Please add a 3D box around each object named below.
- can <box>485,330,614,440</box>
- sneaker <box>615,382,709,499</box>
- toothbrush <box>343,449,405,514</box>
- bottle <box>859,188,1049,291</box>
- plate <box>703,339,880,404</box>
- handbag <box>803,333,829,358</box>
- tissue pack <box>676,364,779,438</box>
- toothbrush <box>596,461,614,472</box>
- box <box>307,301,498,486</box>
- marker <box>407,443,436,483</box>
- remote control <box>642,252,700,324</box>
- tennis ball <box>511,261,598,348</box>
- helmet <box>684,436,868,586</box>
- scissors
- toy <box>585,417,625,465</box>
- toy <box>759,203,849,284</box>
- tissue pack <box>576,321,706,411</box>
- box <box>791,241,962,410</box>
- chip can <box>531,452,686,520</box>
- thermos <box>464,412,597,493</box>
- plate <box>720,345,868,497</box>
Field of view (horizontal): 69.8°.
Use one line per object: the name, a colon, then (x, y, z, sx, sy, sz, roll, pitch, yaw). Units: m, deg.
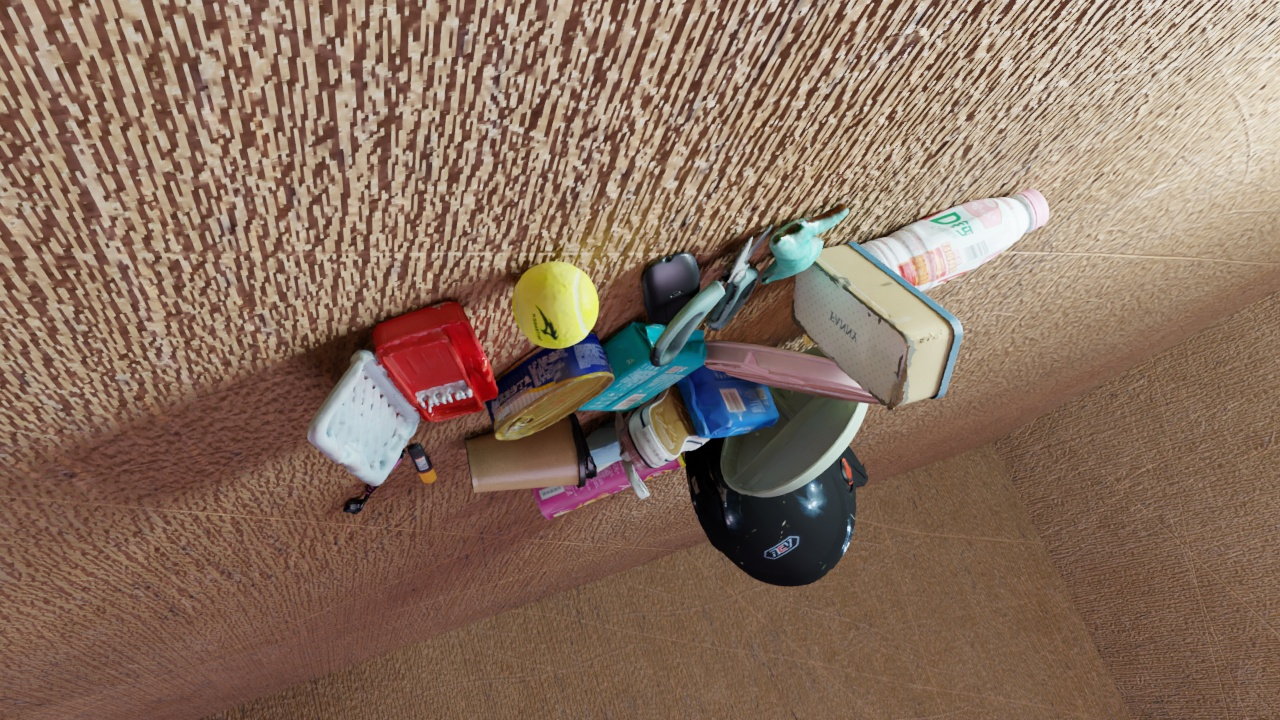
can: (-0.092, 0.026, 0.887, 0.148, 0.049, 0.074, -34, 159, 34)
sneaker: (0.014, 0.084, 1.060, 0.088, 0.118, 0.240, -29, 179, 17)
toothbrush: (-0.303, 0.139, 1.042, 0.017, 0.014, 0.190, 6, 149, -33)
bottle: (0.308, -0.117, 0.910, 0.197, 0.068, 0.068, -24, 163, -8)
plate: (0.168, 0.015, 0.982, 0.229, 0.028, 0.229, 12, 177, 0)
handbag: (0.271, -0.073, 1.026, 0.178, 0.063, 0.163, -35, 164, -8)
tissue pack: (0.103, 0.044, 1.096, 0.052, 0.095, 0.156, -32, 162, 33)
toothbrush: (0.017, 0.101, 1.236, 0.189, 0.020, 0.029, -30, -156, -5)
box: (-0.195, 0.030, 0.764, 0.160, 0.063, 0.201, -38, 166, -13)
marker: (-0.246, 0.116, 1.036, 0.018, 0.015, 0.124, -19, 160, -12)
remote control: (0.030, -0.058, 0.821, 0.053, 0.024, 0.136, -21, 163, -2)
tennis ball: (-0.064, -0.042, 0.691, 0.065, 0.065, 0.065, -19, 163, -7)
helmet: (0.182, 0.175, 1.302, 0.234, 0.274, 0.230, -35, 133, 21)
scissors: (0.061, -0.051, 0.822, 0.171, 0.019, 0.177, -38, 166, -19)
toy: (-0.048, 0.111, 1.185, 0.161, 0.050, 0.157, -26, -179, -29)
toy: (0.142, -0.103, 0.811, 0.096, 0.030, 0.092, -31, 163, 10)
tissue pack: (-0.005, 0.005, 0.925, 0.134, 0.050, 0.093, -34, 158, 33)
box: (0.212, -0.032, 0.837, 0.063, 0.184, 0.090, -16, 132, -23)
chip can: (-0.046, 0.153, 1.285, 0.211, 0.071, 0.071, -23, 163, 6)
thermos: (-0.124, 0.108, 1.043, 0.143, 0.093, 0.093, -10, 161, -12)
plate: (0.192, 0.075, 1.140, 0.027, 0.229, 0.231, 39, 128, -22)
